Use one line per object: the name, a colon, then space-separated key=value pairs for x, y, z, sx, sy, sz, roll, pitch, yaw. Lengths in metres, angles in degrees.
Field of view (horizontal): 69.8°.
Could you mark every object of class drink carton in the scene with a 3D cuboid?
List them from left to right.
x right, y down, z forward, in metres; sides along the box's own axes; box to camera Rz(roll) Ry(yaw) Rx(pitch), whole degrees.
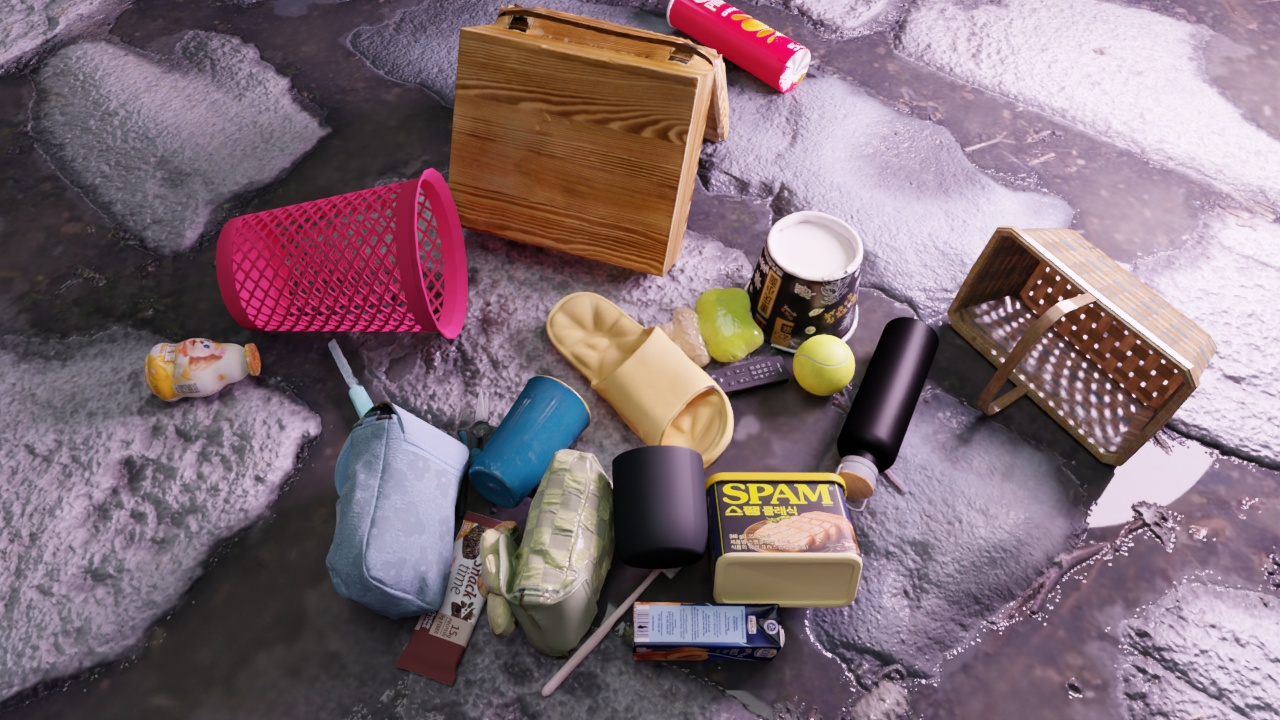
drink carton: x=0.058 y=0.241 z=0.813 sx=0.130 sy=0.064 sz=0.040 roll=0 pitch=62 yaw=-1

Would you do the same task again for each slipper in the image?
slipper: x=-0.006 y=0.006 z=0.968 sx=0.099 sy=0.078 sz=0.263 roll=-42 pitch=61 yaw=-13

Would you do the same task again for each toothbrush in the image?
toothbrush: x=-0.023 y=0.241 z=0.843 sx=0.018 sy=0.016 sz=0.180 roll=40 pitch=62 yaw=18

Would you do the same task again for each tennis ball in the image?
tennis ball: x=0.197 y=0.005 z=0.987 sx=0.065 sy=0.065 sz=0.065 roll=0 pitch=54 yaw=-1

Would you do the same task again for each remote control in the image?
remote control: x=0.094 y=0.025 z=1.003 sx=0.136 sy=0.015 sz=0.032 roll=-13 pitch=55 yaw=-7

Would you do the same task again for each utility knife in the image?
utility knife: x=-0.302 y=0.039 z=0.986 sx=0.022 sy=0.016 sz=0.179 roll=-25 pitch=60 yaw=-19

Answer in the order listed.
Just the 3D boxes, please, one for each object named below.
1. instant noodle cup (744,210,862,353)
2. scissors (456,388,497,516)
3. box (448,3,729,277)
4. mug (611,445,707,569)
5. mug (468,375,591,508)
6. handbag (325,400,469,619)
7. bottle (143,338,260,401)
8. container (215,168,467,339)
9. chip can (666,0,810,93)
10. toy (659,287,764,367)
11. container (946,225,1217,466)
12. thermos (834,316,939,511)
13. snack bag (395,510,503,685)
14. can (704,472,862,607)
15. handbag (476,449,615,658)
instant noodle cup: x=0.186 y=-0.093 z=1.030 sx=0.137 sy=0.112 sz=0.137 roll=0 pitch=53 yaw=0
scissors: x=-0.171 y=0.096 z=0.943 sx=0.128 sy=0.019 sz=0.140 roll=36 pitch=61 yaw=21
box: x=-0.043 y=-0.308 z=1.136 sx=0.279 sy=0.283 sz=0.314 roll=16 pitch=28 yaw=11
mug: x=0.012 y=0.143 z=0.851 sx=0.085 sy=0.122 sz=0.094 roll=7 pitch=63 yaw=-18
mug: x=-0.113 y=0.084 z=0.913 sx=0.078 sy=0.078 sz=0.121 roll=24 pitch=54 yaw=16
handbag: x=-0.233 y=0.142 z=0.857 sx=0.119 sy=0.121 sz=0.191 roll=-19 pitch=53 yaw=30
bottle: x=-0.465 y=0.007 z=0.979 sx=0.108 sy=0.063 sz=0.063 roll=-9 pitch=54 yaw=-8
container: x=-0.325 y=-0.106 z=1.006 sx=0.226 sy=0.183 sz=0.182 roll=-5 pitch=54 yaw=5
chip can: x=0.141 y=-0.470 z=1.332 sx=0.069 sy=0.069 sz=0.220 roll=-38 pitch=63 yaw=-25
toy: x=0.076 y=-0.034 z=1.025 sx=0.115 sy=0.046 sz=0.092 roll=-18 pitch=67 yaw=-1
container: x=0.436 y=-0.017 z=0.954 sx=0.186 sy=0.158 sz=0.250 roll=-22 pitch=56 yaw=-29
thermos: x=0.249 y=0.056 z=0.953 sx=0.061 sy=0.061 sz=0.230 roll=22 pitch=56 yaw=14
snack bag: x=-0.168 y=0.217 z=0.855 sx=0.057 sy=0.013 sz=0.157 roll=17 pitch=59 yaw=9
can: x=0.128 y=0.165 z=0.844 sx=0.135 sy=0.075 sz=0.104 roll=0 pitch=35 yaw=-1
handbag: x=-0.087 y=0.172 z=0.841 sx=0.117 sy=0.113 sz=0.186 roll=4 pitch=50 yaw=13
